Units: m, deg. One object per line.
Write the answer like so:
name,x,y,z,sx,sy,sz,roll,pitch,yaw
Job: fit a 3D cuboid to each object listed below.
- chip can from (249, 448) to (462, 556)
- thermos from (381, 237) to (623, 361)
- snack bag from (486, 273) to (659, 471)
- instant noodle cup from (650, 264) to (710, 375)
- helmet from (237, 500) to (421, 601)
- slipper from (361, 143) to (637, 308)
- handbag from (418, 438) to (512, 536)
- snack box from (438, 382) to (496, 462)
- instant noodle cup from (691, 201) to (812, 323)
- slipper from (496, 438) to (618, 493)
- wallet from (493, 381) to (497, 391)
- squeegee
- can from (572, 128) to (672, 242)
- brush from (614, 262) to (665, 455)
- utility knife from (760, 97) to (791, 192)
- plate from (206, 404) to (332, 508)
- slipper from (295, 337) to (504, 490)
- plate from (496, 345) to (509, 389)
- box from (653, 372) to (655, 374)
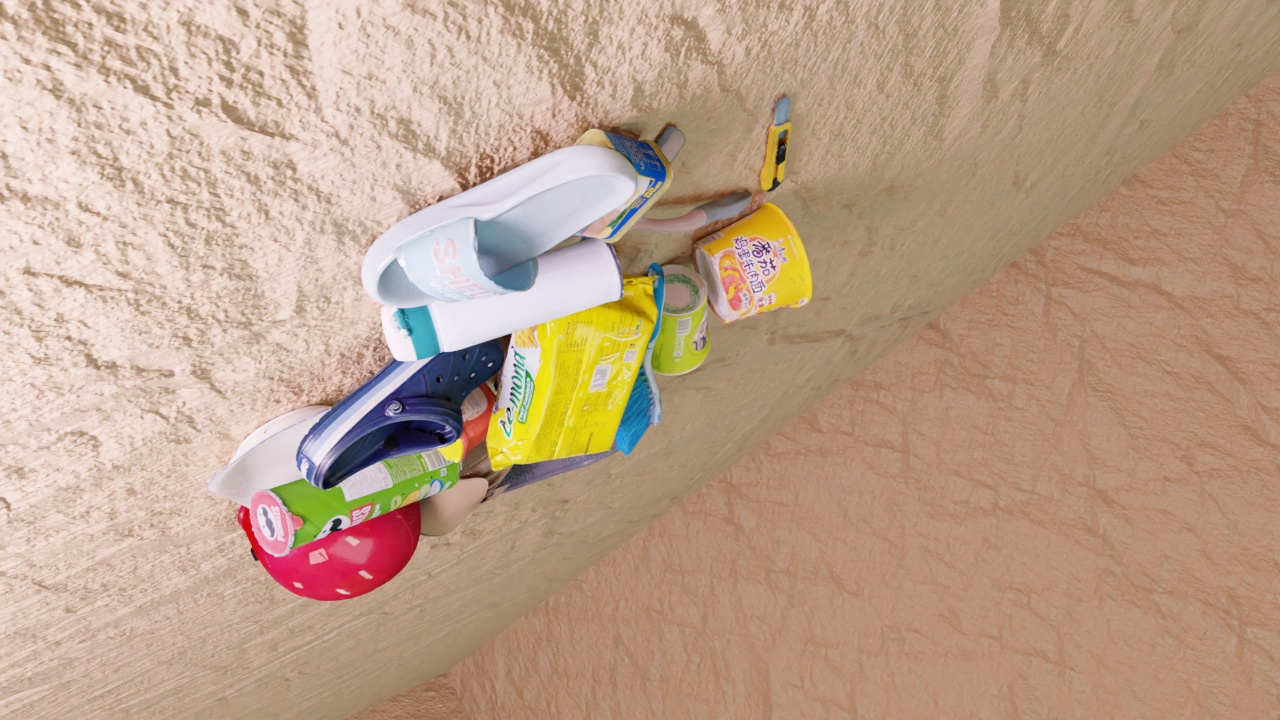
chip can,-0.307,0.143,1.021,0.235,0.072,0.072,-18,158,-51
thermos,-0.131,-0.056,0.870,0.224,0.073,0.073,-19,161,-17
snack bag,-0.071,0.013,1.020,0.157,0.068,0.247,-5,125,-38
instant noodle cup,0.041,-0.059,1.180,0.111,0.111,0.124,-28,155,-18
helmet,-0.367,0.215,1.125,0.207,0.144,0.240,-31,163,0
slipper,-0.110,-0.095,0.750,0.246,0.074,0.104,-24,159,16
handbag,-0.242,0.159,1.252,0.147,0.100,0.205,-40,173,-48
snack box,-0.208,0.058,1.058,0.080,0.091,0.082,-33,167,-26
instant noodle cup,0.135,-0.114,1.147,0.109,0.138,0.138,-23,163,-8
slipper,-0.137,0.110,1.371,0.268,0.083,0.111,-24,122,9
wallet,-0.123,-0.001,1.180,0.120,0.019,0.097,-13,153,-47
squeegee,0.054,-0.161,1.008,0.248,0.040,0.248,-18,158,-45
can,-0.034,-0.156,0.821,0.102,0.057,0.083,-42,159,28
brush,-0.007,0.007,1.144,0.109,0.060,0.315,-36,150,-17
utility knife,0.151,-0.235,1.017,0.033,0.015,0.202,-35,164,-5
plate,-0.361,0.092,0.958,0.164,0.034,0.164,-31,164,-11
slipper,-0.223,0.047,0.922,0.252,0.095,0.105,-39,168,-35
plate,-0.090,-0.005,1.117,0.204,0.045,0.205,-32,152,-20
box,-0.056,0.036,1.264,0.162,0.075,0.086,-35,180,-4
